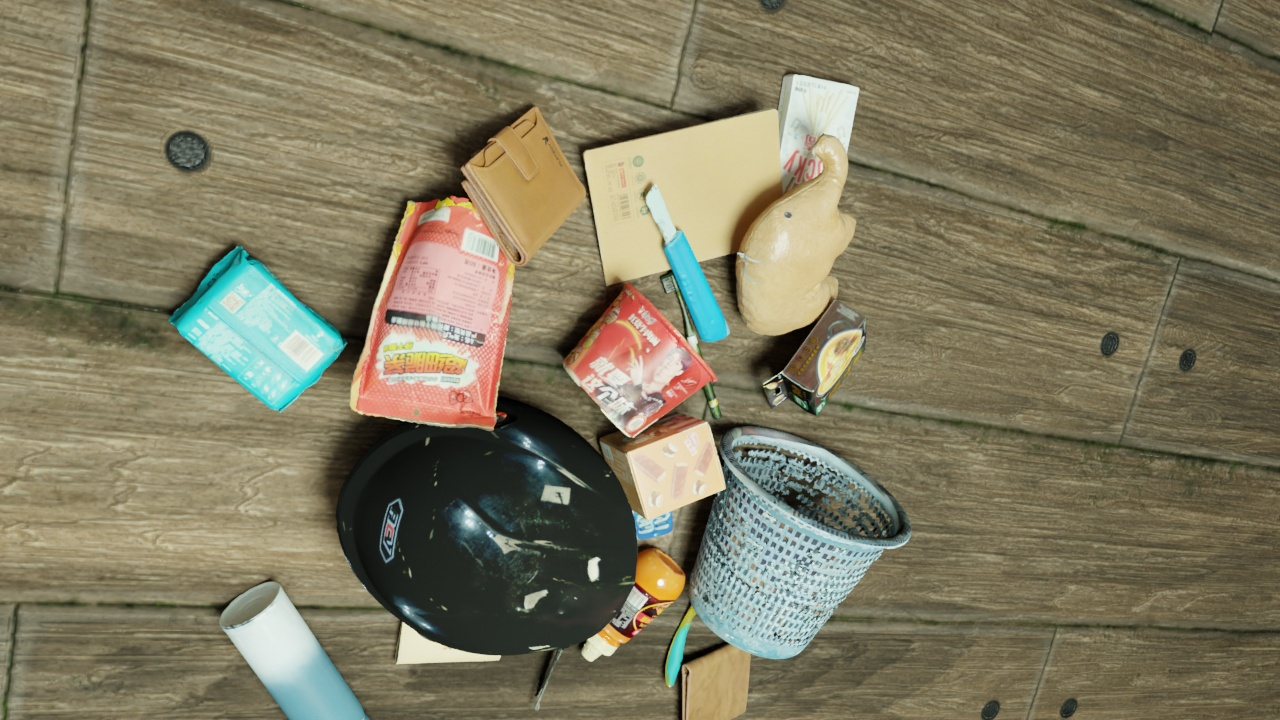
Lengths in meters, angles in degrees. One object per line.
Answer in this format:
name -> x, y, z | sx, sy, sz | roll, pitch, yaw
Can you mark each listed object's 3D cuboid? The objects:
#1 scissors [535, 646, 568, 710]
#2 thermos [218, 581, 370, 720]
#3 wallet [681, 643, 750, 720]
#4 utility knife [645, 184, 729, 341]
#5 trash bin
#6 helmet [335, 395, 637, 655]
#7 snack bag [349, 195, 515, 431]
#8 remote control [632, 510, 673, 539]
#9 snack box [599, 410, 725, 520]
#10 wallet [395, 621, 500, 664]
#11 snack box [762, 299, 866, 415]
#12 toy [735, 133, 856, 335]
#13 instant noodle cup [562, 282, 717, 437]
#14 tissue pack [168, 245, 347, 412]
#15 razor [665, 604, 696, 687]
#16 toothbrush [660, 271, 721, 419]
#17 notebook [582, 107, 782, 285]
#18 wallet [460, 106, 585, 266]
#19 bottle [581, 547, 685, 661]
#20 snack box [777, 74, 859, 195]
scissors -> -0.073, 0.290, 1.034 | 0.021, 0.160, 0.235 | 21, 132, -7
thermos -> -0.338, 0.326, 0.923 | 0.070, 0.070, 0.220 | -28, 114, -14
wallet -> 0.094, 0.409, 1.141 | 0.101, 0.020, 0.115 | -14, 113, -33
utility knife -> 0.049, -0.098, 0.975 | 0.034, 0.018, 0.203 | -32, 125, -7
trash bin -> 0.155, 0.213, 1.033 | 0.226, 0.226, 0.195 | 15, 111, -26
helmet -> -0.135, 0.161, 0.869 | 0.274, 0.230, 0.233 | 10, 98, -36
snack bag -> -0.179, -0.043, 0.833 | 0.128, 0.073, 0.207 | 11, 73, -10
remote control -> 0.008, 0.139, 1.038 | 0.049, 0.024, 0.125 | -8, 103, -21
snack box -> 0.022, 0.109, 0.974 | 0.094, 0.093, 0.077 | -20, 101, -18
wallet -> -0.201, 0.287, 0.993 | 0.115, 0.024, 0.087 | 7, 101, -23
snack box -> 0.200, 0.006, 1.037 | 0.125, 0.053, 0.113 | -54, 159, -6
toy -> 0.164, -0.122, 0.965 | 0.143, 0.082, 0.226 | -23, 139, -28
instant noodle cup -> -0.006, 0.005, 0.940 | 0.108, 0.138, 0.138 | -43, 116, 0
tissue pack -> -0.344, -0.027, 0.830 | 0.093, 0.050, 0.133 | -45, 116, -4
razor -> 0.057, 0.333, 1.110 | 0.043, 0.028, 0.132 | 15, 100, -49
toothbrush -> 0.058, -0.013, 1.025 | 0.017, 0.012, 0.186 | -24, 112, -9
notebook -> 0.051, -0.169, 0.954 | 0.207, 0.008, 0.148 | -16, 120, -11
wallet -> -0.108, -0.166, 0.864 | 0.108, 0.031, 0.131 | 60, 38, -23
bottle -> -0.015, 0.286, 1.052 | 0.066, 0.067, 0.149 | 38, 95, -27
snack box -> 0.185, -0.228, 1.010 | 0.084, 0.027, 0.157 | 4, 102, -22
